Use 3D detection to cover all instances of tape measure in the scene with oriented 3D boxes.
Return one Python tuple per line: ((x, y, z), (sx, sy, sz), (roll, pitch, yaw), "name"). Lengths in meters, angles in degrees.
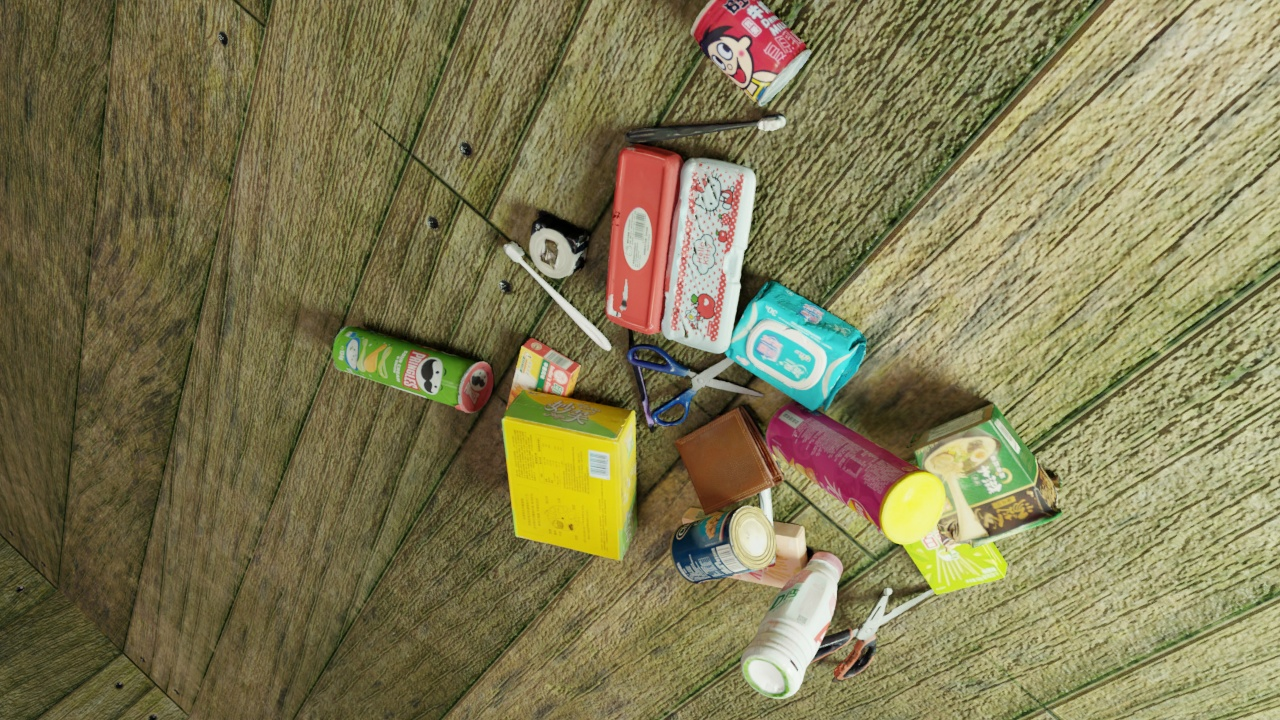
((-0.096, -0.130, 1.071), (0.066, 0.033, 0.066), (26, 128, 19), "tape measure")

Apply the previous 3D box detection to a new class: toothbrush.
((0.060, -0.231, 0.923), (0.181, 0.018, 0.016), (3, 122, 32), "toothbrush")
((-0.099, -0.078, 1.119), (0.180, 0.016, 0.016), (45, 133, -2), "toothbrush")
((-0.007, 0.007, 1.111), (0.017, 0.014, 0.189), (7, 121, 38), "toothbrush")

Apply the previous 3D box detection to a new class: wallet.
((0.101, 0.118, 1.083), (0.125, 0.032, 0.101), (-34, 77, 42), "wallet")

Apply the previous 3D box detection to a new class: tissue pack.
((0.163, -0.013, 0.966), (0.133, 0.050, 0.093), (31, 129, 12), "tissue pack")

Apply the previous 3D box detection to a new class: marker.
((0.149, 0.176, 1.089), (0.017, 0.017, 0.145), (2, 104, 32), "marker")

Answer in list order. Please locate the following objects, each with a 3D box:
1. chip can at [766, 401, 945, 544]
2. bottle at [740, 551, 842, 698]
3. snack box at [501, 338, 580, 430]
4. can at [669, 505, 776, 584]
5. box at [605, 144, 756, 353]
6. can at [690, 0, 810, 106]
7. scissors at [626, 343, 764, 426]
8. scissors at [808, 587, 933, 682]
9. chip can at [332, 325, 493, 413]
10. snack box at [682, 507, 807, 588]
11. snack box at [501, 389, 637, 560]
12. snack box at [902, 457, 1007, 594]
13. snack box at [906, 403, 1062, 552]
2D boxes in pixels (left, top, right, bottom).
((0.209, 0.106, 0.924), (0.210, 0.071, 0.071), (36, 145, 62), "chip can")
((0.181, 0.291, 1.042), (0.068, 0.196, 0.068), (17, 125, 25), "bottle")
((-0.133, 0.051, 1.208), (0.077, 0.026, 0.156), (29, 129, 12), "snack box")
((0.098, 0.219, 1.087), (0.111, 0.075, 0.075), (-28, 100, 47), "can")
((0.037, -0.116, 0.967), (0.158, 0.039, 0.201), (21, 116, 31), "box")
((0.098, -0.287, 0.831), (0.094, 0.066, 0.067), (45, 131, 2), "can")
((0.057, 0.025, 1.076), (0.162, 0.012, 0.175), (32, 129, 4), "scissors")
((0.259, 0.331, 1.092), (0.226, 0.015, 0.189), (-30, 138, 11), "scissors")
((-0.319, 0.010, 1.273), (0.236, 0.072, 0.072), (15, 124, 25), "chip can")
((0.132, 0.237, 1.154), (0.157, 0.026, 0.084), (5, 119, 31), "snack box")
((-0.088, 0.149, 1.189), (0.158, 0.069, 0.210), (10, 126, 15), "snack box")
((0.320, 0.179, 1.000), (0.086, 0.026, 0.156), (-28, 100, 39), "snack box")
((0.331, 0.108, 0.892), (0.118, 0.118, 0.105), (-27, 89, 25), "snack box")
